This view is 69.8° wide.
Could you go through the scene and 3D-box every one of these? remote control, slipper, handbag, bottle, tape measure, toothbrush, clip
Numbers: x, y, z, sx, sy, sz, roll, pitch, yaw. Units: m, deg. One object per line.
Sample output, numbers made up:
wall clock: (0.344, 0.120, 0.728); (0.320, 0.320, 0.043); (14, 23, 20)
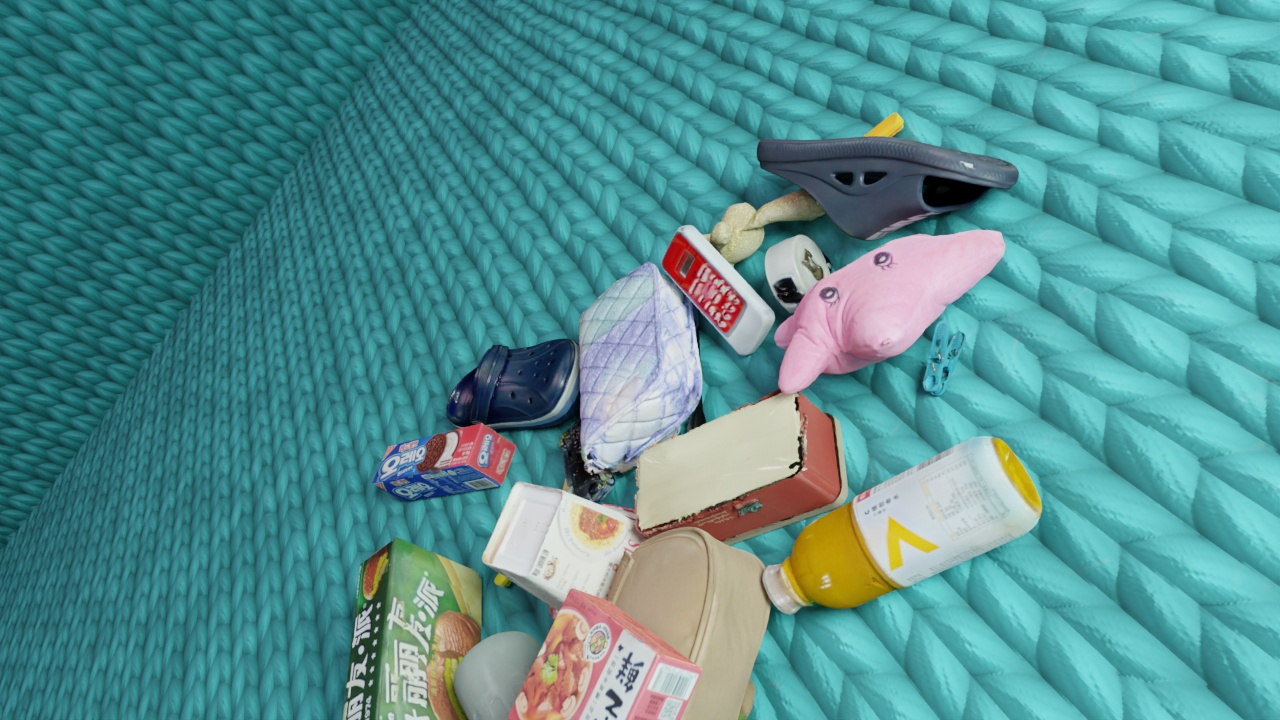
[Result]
remote control: (0.070, -0.066, 0.860); (0.136, 0.020, 0.056); (51, 134, 25)
slipper: (0.200, -0.146, 0.786); (0.268, 0.110, 0.083); (24, 112, 55)
handbag: (0.020, 0.230, 0.680); (0.148, 0.099, 0.204); (-6, 58, 56)
bottle: (0.168, 0.118, 0.616); (0.190, 0.068, 0.067); (-34, 40, 27)
handbag: (-0.005, 0.005, 0.900); (0.134, 0.075, 0.193); (-38, 34, 29)
tape measure: (0.140, -0.076, 0.809); (0.034, 0.066, 0.065); (-21, 47, 36)
slipper: (-0.152, 0.022, 1.049); (0.253, 0.095, 0.105); (-15, 54, 47)
toothbrush: (0.052, 0.003, 0.894); (0.017, 0.014, 0.188); (-41, 35, 40)
clip: (0.226, -0.001, 0.687); (0.013, 0.038, 0.055); (7, 74, 54)

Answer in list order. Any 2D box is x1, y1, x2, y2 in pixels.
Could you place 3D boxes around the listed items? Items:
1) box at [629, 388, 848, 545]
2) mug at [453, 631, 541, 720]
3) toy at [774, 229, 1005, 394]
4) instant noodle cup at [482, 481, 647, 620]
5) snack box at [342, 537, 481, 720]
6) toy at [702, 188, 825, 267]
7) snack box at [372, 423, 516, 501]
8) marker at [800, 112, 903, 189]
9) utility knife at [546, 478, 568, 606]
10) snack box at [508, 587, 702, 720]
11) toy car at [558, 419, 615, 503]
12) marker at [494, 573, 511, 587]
box: (0.072, 0.089, 0.743); (0.169, 0.079, 0.091); (-27, 44, 33)
mug: (-0.107, 0.313, 0.783); (0.103, 0.083, 0.124); (39, 120, 54)
toy: (0.184, -0.043, 0.698); (0.195, 0.074, 0.178); (-34, 13, 14)
instant noodle cup: (-0.058, 0.167, 0.792); (0.117, 0.124, 0.116); (1, 63, 49)
snack box: (-0.215, 0.298, 0.877); (0.063, 0.114, 0.239); (-37, 38, 25)
toy: (0.108, -0.124, 0.900); (0.158, 0.066, 0.104); (-26, 12, 29)
snack box: (-0.239, 0.126, 1.095); (0.208, 0.057, 0.058); (-15, 48, 43)
marker: (0.199, -0.192, 0.882); (0.124, 0.015, 0.018); (-37, 38, 28)
utility knife: (-0.075, 0.173, 0.901); (0.031, 0.018, 0.151); (-22, 49, 33)
snack box: (-0.032, 0.235, 0.612); (0.113, 0.044, 0.127); (17, 80, 54)
toy car: (-0.052, 0.103, 0.916); (0.049, 0.031, 0.105); (-35, 42, 20)
marker: (-0.106, 0.183, 0.919); (0.124, 0.015, 0.018); (-50, 28, 17)
